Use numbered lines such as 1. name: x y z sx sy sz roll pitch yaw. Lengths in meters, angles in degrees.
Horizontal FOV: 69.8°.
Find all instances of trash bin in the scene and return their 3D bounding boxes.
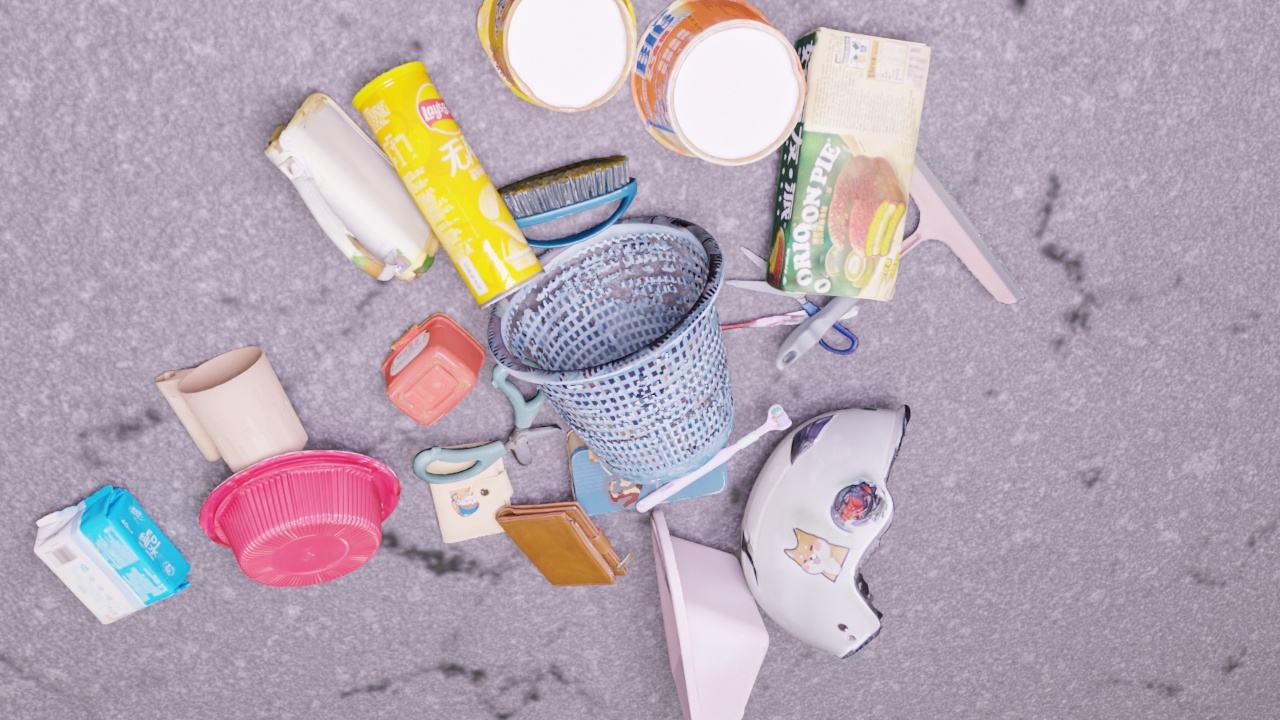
1. trash bin: -0.005 0.005 0.884 0.226 0.226 0.195 -23 129 1

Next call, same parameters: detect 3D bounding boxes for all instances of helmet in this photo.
1. helmet: 0.190 0.170 0.988 0.157 0.230 0.274 9 90 12

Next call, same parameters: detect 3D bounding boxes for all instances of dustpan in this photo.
1. dustpan: 0.036 0.307 1.019 0.138 0.222 0.274 16 105 -14

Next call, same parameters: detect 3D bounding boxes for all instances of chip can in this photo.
1. chip can: -0.167 -0.152 0.814 0.072 0.072 0.213 -30 98 5

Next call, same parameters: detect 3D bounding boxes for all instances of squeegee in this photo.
1. squeegee: 0.230 -0.078 0.949 0.249 0.040 0.247 -42 104 0

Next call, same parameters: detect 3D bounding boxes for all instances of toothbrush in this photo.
1. toothbrush: 0.075 0.108 0.974 0.189 0.029 0.021 -34 153 7
2. toothbrush: 0.144 -0.043 0.981 0.187 0.017 0.016 -8 98 -9

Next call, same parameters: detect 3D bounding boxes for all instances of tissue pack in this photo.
1. tissue pack: -0.543 0.201 0.950 0.090 0.063 0.140 -25 115 4

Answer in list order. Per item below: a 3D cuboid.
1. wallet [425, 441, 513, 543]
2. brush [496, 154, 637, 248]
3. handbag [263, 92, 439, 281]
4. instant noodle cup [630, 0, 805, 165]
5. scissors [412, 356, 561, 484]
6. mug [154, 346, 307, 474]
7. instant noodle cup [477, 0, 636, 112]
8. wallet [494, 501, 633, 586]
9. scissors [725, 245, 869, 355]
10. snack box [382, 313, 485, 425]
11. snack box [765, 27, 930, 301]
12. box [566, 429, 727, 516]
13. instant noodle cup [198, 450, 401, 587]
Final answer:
1. wallet: -0.184 0.144 1.007 0.087 0.024 0.115 -11 113 -8
2. brush: -0.072 -0.146 0.873 0.144 0.055 0.073 -16 113 -2
3. handbag: -0.249 -0.132 0.783 0.063 0.178 0.163 -38 116 14
4. instant noodle cup: 0.073 -0.246 0.821 0.151 0.111 0.151 -4 115 -8
5. scissors: -0.158 0.075 0.938 0.179 0.019 0.170 -28 143 -18
6. mug: -0.404 0.053 0.904 0.125 0.084 0.103 -7 120 21
7. instant noodle cup: -0.065 -0.276 0.785 0.138 0.109 0.138 -3 116 -7
8. wallet: -0.080 0.205 1.013 0.119 0.035 0.131 -11 130 24
9. scissors: 0.179 -0.074 0.966 0.157 0.012 0.165 -33 102 -6
10. snack box: -0.207 0.011 0.910 0.091 0.080 0.082 -41 114 10
11. snack box: 0.194 -0.181 0.870 0.114 0.063 0.240 3 101 -11
12. box: 0.013 0.110 1.005 0.184 0.059 0.090 -10 116 -3
13. instant noodle cup: -0.336 0.171 0.926 0.193 0.065 0.194 -14 145 -10
